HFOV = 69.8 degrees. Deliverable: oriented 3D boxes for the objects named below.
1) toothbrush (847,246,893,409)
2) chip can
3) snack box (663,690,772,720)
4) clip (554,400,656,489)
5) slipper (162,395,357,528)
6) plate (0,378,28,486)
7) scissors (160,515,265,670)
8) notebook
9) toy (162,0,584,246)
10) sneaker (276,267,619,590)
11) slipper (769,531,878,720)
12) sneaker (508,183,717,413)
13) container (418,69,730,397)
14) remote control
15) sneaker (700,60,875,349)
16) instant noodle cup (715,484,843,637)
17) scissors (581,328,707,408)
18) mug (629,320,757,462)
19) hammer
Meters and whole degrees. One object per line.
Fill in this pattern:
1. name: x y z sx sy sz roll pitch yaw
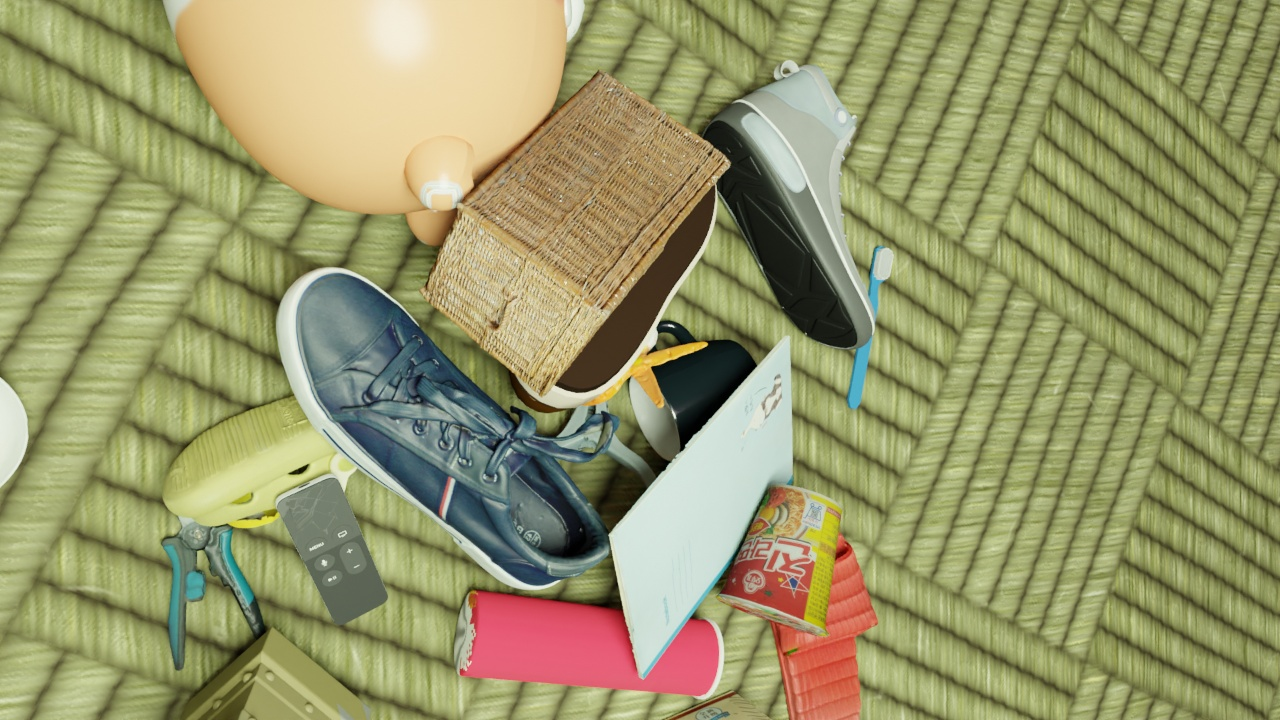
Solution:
1. toothbrush: 0.230 -0.033 0.920 0.016 0.014 0.166 13 86 -23
2. chip can: -0.042 0.242 0.777 0.220 0.069 0.069 14 85 -22
3. snack box: 0.032 0.362 0.763 0.207 0.153 0.055 -15 98 -22
4. clip: -0.067 0.102 0.767 0.164 0.031 0.168 -22 63 -4
5. slipper: -0.253 0.072 0.688 0.190 0.092 0.082 -26 124 -22
6. plate: -0.471 0.049 0.617 0.104 0.026 0.104 0 89 -23
7. scissors: -0.322 0.163 0.685 0.119 0.019 0.151 27 79 -20
8. notebook: 0.063 0.118 0.761 0.252 0.009 0.181 -45 141 -36
9. toy: -0.166 -0.224 0.612 0.265 0.263 0.280 -15 90 -15
10. sneaker: -0.120 0.044 0.638 0.294 0.128 0.120 49 55 -16
11. slipper: 0.176 0.254 0.876 0.103 0.059 0.249 -13 96 -22
12. sneaker: -0.027 -0.073 0.778 0.111 0.117 0.293 31 59 -14
13. container: -0.044 -0.090 0.628 0.112 0.114 0.197 38 52 -3
14. remote control: -0.229 0.145 0.688 0.045 0.008 0.147 -25 132 -21
15. sneaker: 0.174 -0.147 0.864 0.160 0.093 0.257 -42 107 -26
16. instant noodle cup: 0.129 0.172 0.807 0.100 0.100 0.112 25 74 -21
17. scissors: -0.004 0.002 0.775 0.125 0.131 0.011 -17 129 8
18. mug: 0.043 0.017 0.812 0.094 0.085 0.121 -23 70 -22
19. hammer: -0.345 0.356 0.617 0.325 0.190 0.100 -42 106 1
